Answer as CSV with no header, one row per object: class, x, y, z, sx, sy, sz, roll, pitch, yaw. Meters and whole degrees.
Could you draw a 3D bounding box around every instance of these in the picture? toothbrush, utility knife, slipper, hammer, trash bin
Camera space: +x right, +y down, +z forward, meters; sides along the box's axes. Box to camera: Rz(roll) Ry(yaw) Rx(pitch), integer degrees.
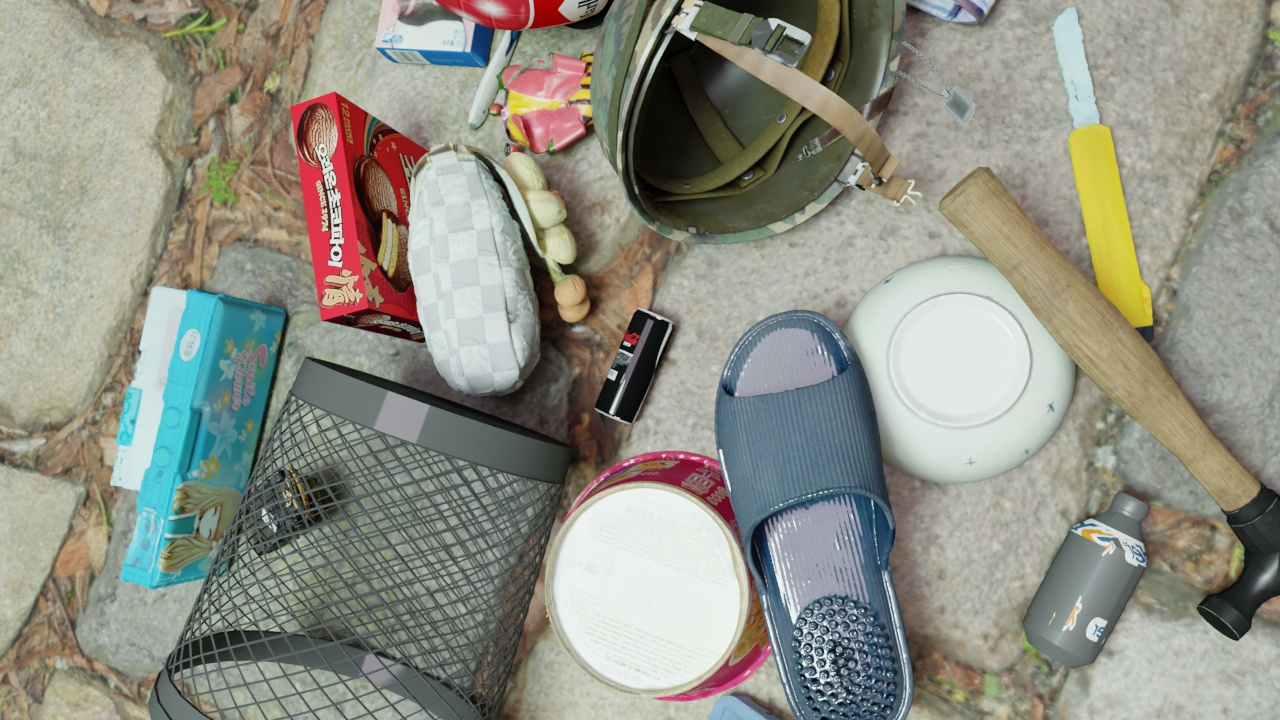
toothbrush,-0.101,-0.271,0.728,0.017,0.016,0.189,22,91,26
utility knife,0.299,-0.122,0.598,0.030,0.019,0.227,-9,87,9
slipper,0.100,0.097,0.538,0.101,0.082,0.263,-11,81,11
hammer,0.291,0.007,0.533,0.132,0.040,0.305,-43,92,-2
trash bin,-0.170,0.136,0.611,0.218,0.217,0.227,18,86,17

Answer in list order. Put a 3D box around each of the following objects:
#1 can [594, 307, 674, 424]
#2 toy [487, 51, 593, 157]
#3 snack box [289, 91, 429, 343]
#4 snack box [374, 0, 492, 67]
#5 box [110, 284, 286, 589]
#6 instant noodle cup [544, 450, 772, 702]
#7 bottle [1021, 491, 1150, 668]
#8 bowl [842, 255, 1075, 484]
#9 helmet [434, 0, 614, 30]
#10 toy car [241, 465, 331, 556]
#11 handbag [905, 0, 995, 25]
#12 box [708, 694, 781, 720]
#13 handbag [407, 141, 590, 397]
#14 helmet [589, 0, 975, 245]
can,-0.004,0.004,0.665,0.031,0.031,0.080,23,92,16
toy,-0.066,-0.195,0.697,0.103,0.046,0.084,-23,66,8
snack box,-0.191,-0.098,0.675,0.036,0.132,0.152,-13,81,14
snack box,-0.156,-0.317,0.738,0.088,0.033,0.154,8,87,16
box,-0.379,0.053,0.735,0.117,0.097,0.226,12,88,14
instant noodle cup,0.011,0.151,0.624,0.179,0.077,0.178,-2,85,16
bottle,0.278,0.134,0.566,0.047,0.047,0.112,27,93,16
bowl,0.201,0.003,0.587,0.153,0.073,0.153,-1,85,14
helmet,-0.071,-0.336,0.617,0.271,0.198,0.224,29,80,-3
toy car,-0.276,0.117,0.726,0.112,0.047,0.047,-33,75,40
handbag,0.211,-0.323,0.620,0.126,0.069,0.158,29,94,2
box,0.069,0.338,0.607,0.122,0.047,0.209,21,92,18
handbag,-0.100,-0.062,0.660,0.123,0.112,0.171,-9,90,-8
helmet,0.074,-0.176,0.567,0.225,0.192,0.236,-43,45,22
